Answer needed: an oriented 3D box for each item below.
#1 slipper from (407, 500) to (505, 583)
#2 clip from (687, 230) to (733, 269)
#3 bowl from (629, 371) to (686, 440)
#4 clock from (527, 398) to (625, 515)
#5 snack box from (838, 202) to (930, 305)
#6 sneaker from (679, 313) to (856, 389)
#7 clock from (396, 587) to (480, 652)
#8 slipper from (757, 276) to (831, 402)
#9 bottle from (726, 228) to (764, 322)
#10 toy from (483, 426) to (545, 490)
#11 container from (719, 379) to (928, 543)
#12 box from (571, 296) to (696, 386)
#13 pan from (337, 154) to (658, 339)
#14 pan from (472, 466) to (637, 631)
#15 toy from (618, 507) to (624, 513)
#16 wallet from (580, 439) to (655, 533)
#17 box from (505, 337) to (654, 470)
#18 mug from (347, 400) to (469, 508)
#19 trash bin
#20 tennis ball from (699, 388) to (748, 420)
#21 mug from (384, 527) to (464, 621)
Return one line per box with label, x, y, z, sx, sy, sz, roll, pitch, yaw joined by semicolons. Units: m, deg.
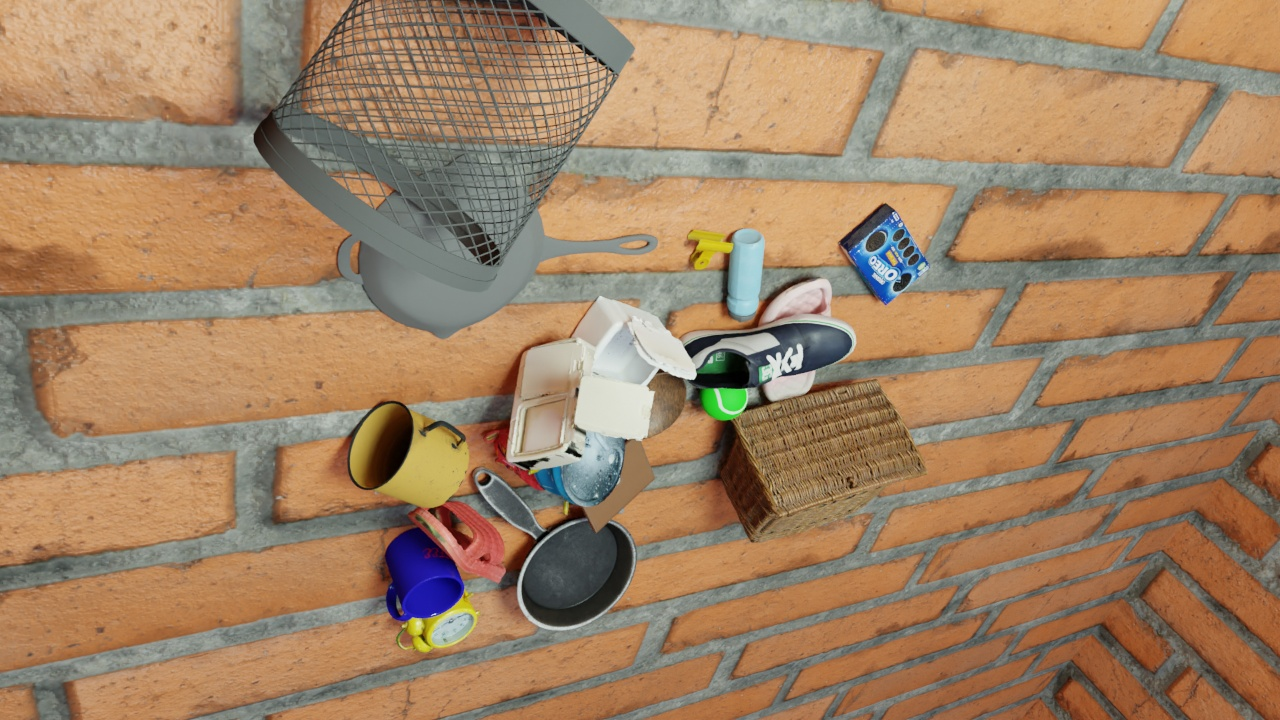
slipper;-0.213;0.218;1.140;0.059;0.103;0.249;-48;161;-11
clip;0.076;-0.133;1.087;0.054;0.044;0.049;0;169;-35
bowl;0.010;0.053;1.204;0.101;0.026;0.114;-16;135;-21
clock;-0.066;0.098;1.094;0.161;0.060;0.117;-60;136;-31
snack box;0.330;-0.140;1.236;0.082;0.027;0.150;-43;137;9
sneaker;0.166;-0.001;1.165;0.235;0.079;0.084;-7;122;-6
clock;-0.282;0.357;1.265;0.118;0.057;0.083;-26;138;-20
slipper;0.210;-0.019;1.247;0.106;0.055;0.222;-17;136;-17
bottle;0.128;-0.099;1.132;0.040;0.040;0.130;-18;135;-18
toy;-0.125;0.093;1.141;0.132;0.094;0.088;-35;122;-44
container;0.246;0.158;1.337;0.249;0.162;0.184;-12;151;-21
box;-0.001;0.001;1.069;0.109;0.136;0.121;16;118;-44
pan;-0.133;-0.111;0.965;0.353;0.024;0.217;-7;131;-28
pan;-0.131;0.249;1.269;0.187;0.055;0.357;-41;125;-8
toy;-0.049;0.171;1.265;0.049;0.030;0.112;-24;121;-13
wallet;-0.033;0.167;1.247;0.120;0.013;0.087;-40;127;-27
box;-0.077;0.031;0.990;0.187;0.143;0.070;-15;148;34
mug;-0.247;0.103;1.021;0.124;0.100;0.094;-29;144;22
trash bin;-0.147;-0.211;0.731;0.217;0.217;0.227;26;106;-45
tennis ball;0.112;0.048;1.236;0.065;0.065;0.065;-18;135;-19
mug;-0.286;0.282;1.175;0.111;0.083;0.079;-48;137;13
